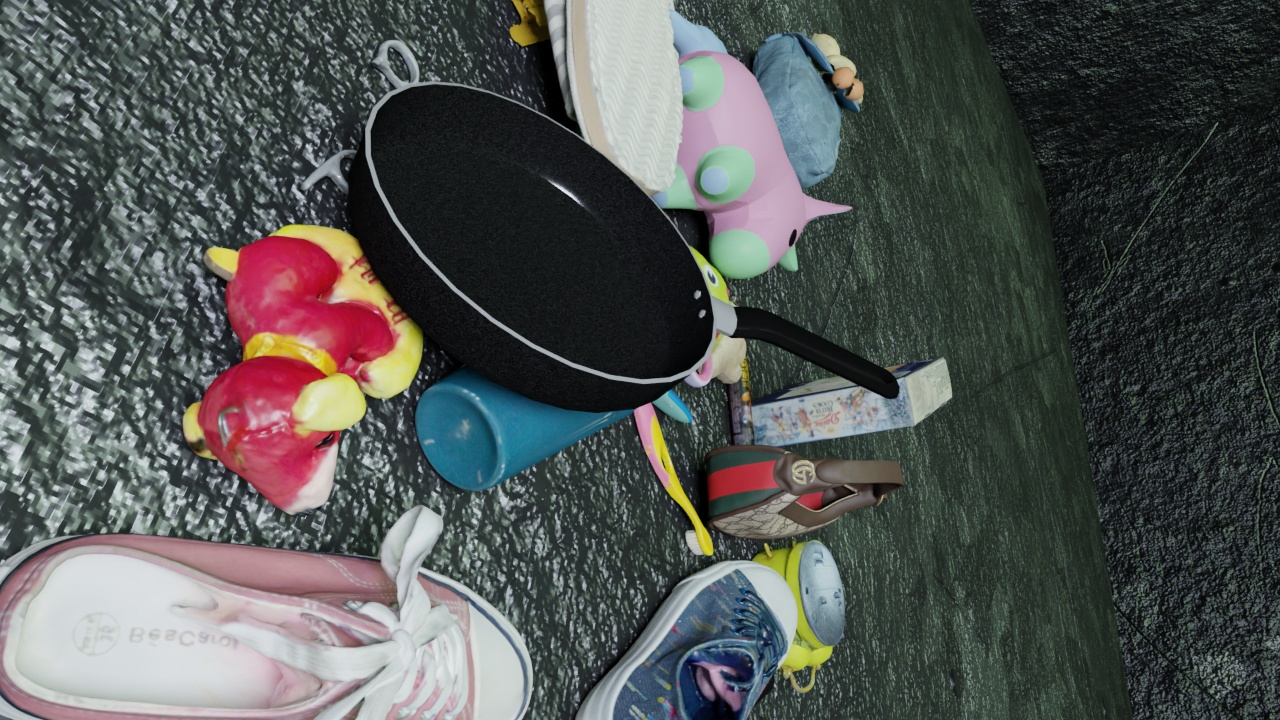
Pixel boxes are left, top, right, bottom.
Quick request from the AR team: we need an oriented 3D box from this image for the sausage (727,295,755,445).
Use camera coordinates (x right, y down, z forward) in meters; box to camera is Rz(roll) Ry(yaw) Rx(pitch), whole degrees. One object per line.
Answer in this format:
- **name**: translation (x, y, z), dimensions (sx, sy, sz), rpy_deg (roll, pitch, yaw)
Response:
- **sausage**: translation (0.082, 0.017, 0.771), dimensions (0.020, 0.020, 0.155), rpy_deg (24, 57, -52)

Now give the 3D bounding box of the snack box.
- **snack box**: translation (0.183, 0.036, 0.801), dimensions (0.144, 0.145, 0.042), rpy_deg (-14, 91, -59)

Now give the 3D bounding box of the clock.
- **clock**: translation (0.125, 0.200, 0.725), dimensions (0.083, 0.057, 0.119), rpy_deg (17, 63, -55)

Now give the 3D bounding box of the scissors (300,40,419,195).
- **scissors**: translation (-0.121, -0.109, 0.509), dimensions (0.174, 0.014, 0.141), rpy_deg (-36, 104, -55)

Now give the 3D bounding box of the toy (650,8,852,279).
- **toy**: translation (0.074, -0.168, 0.740), dimensions (0.170, 0.120, 0.222), rpy_deg (-26, 105, -52)

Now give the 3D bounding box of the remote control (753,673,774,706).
- **remote control**: translation (0.054, 0.238, 0.631), dimensions (0.151, 0.020, 0.041), rpy_deg (-13, 88, -56)

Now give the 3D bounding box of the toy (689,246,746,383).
- **toy**: translation (0.052, -0.029, 0.720), dimensions (0.118, 0.043, 0.092), rpy_deg (53, 36, -34)

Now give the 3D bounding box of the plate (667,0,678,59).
- **plate**: translation (-0.025, -0.316, 0.725), dimensions (0.242, 0.016, 0.242), rpy_deg (38, 47, -56)

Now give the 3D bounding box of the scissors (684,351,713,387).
- **scissors**: translation (-0.013, -0.031, 0.615), dimensions (0.170, 0.014, 0.168), rpy_deg (55, 49, -20)

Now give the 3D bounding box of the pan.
- **pan**: translation (0.010, -0.033, 0.508), dimensions (0.355, 0.044, 0.203), rpy_deg (23, 37, -29)

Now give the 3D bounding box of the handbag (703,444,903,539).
- **handbag**: translation (0.125, 0.097, 0.685), dimensions (0.166, 0.139, 0.063), rpy_deg (34, 51, -60)

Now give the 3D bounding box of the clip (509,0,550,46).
- **clip**: translation (-0.072, -0.244, 0.631), dimensions (0.054, 0.045, 0.048), rpy_deg (-44, 139, -54)

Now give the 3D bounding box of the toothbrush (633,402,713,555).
- **toothbrush**: translation (0.020, 0.080, 0.652), dimensions (0.021, 0.016, 0.135), rpy_deg (-38, 107, -55)

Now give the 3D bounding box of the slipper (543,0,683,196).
- **slipper**: translation (-0.019, -0.234, 0.620), dimensions (0.114, 0.054, 0.272), rpy_deg (26, 56, -54)

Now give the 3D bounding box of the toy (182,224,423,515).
- **toy**: translation (-0.143, -0.009, 0.390), dimensions (0.105, 0.067, 0.137), rpy_deg (46, 33, -28)

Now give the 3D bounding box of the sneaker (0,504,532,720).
- **sneaker**: translation (-0.114, 0.112, 0.353), dimensions (0.241, 0.088, 0.118), rpy_deg (29, 53, -48)

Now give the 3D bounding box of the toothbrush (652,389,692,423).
- **toothbrush**: translation (-0.004, 0.004, 0.640), dimensions (0.135, 0.022, 0.017), rpy_deg (49, 49, -29)

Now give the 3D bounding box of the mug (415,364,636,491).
- **mug**: translation (-0.059, 0.019, 0.498), dimensions (0.121, 0.078, 0.078), rpy_deg (-31, 104, -52)

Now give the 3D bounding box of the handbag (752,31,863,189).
- **handbag**: translation (0.170, -0.262, 0.935), dimensions (0.122, 0.119, 0.191), rpy_deg (57, 30, -27)

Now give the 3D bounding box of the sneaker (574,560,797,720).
- **sneaker**: translation (0.052, 0.184, 0.579), dimensions (0.234, 0.079, 0.087), rpy_deg (-21, 81, -56)
